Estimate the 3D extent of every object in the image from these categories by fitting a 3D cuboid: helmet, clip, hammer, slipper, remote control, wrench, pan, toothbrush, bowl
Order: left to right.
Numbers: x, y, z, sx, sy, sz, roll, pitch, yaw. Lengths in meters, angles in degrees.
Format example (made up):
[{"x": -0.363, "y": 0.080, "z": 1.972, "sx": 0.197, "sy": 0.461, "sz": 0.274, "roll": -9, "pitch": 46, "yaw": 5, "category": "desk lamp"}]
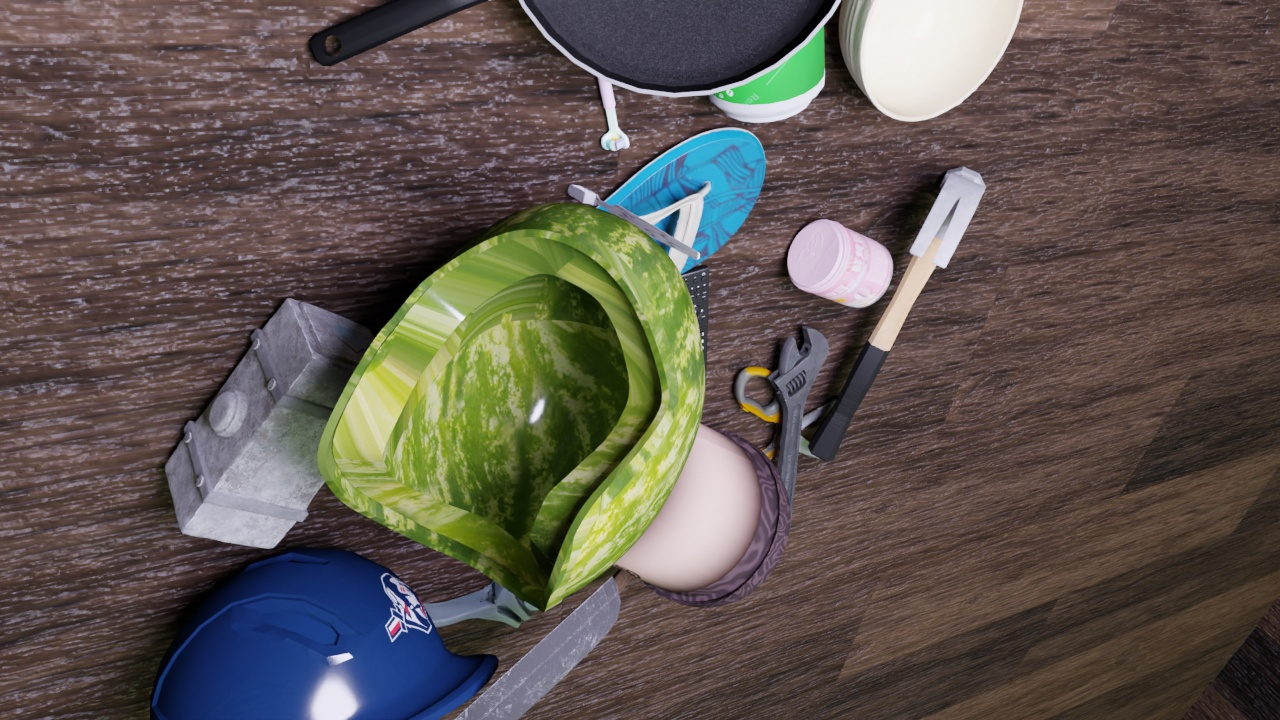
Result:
[{"x": -0.253, "y": 0.262, "z": 0.748, "sx": 0.272, "sy": 0.232, "sz": 0.223, "roll": -6, "pitch": 86, "yaw": 0, "category": "helmet"}, {"x": -0.195, "y": 0.083, "z": 0.756, "sx": 0.177, "sy": 0.079, "sz": 0.326, "roll": -49, "pitch": 139, "yaw": 12, "category": "hammer"}, {"x": -0.175, "y": 0.221, "z": 0.905, "sx": 0.165, "sy": 0.032, "sz": 0.165, "roll": -4, "pitch": 127, "yaw": -27, "category": "clip"}, {"x": -0.066, "y": 0.025, "z": 0.621, "sx": 0.246, "sy": 0.213, "sz": 0.243, "roll": -62, "pitch": 169, "yaw": -16, "category": "helmet"}, {"x": -0.063, "y": 0.256, "z": 0.860, "sx": 0.208, "sy": 0.040, "sz": 0.356, "roll": -46, "pitch": 170, "yaw": 22, "category": "pan"}, {"x": -0.037, "y": -0.254, "z": 0.558, "sx": 0.357, "sy": 0.034, "sz": 0.225, "roll": -20, "pitch": 107, "yaw": 8, "category": "pan"}, {"x": -0.030, "y": -0.217, "z": 0.650, "sx": 0.022, "sy": 0.015, "sz": 0.155, "roll": -1, "pitch": 134, "yaw": 12, "category": "toothbrush"}, {"x": -0.015, "y": -0.082, "z": 0.738, "sx": 0.294, "sy": 0.060, "sz": 0.118, "roll": -29, "pitch": 138, "yaw": -8, "category": "slipper"}, {"x": -0.010, "y": -0.099, "z": 0.641, "sx": 0.010, "sy": 0.181, "sz": 0.010, "roll": 5, "pitch": 109, "yaw": -32, "category": "toothbrush"}, {"x": 0.048, "y": -0.026, "z": 0.855, "sx": 0.030, "sy": 0.009, "sz": 0.140, "roll": -18, "pitch": 132, "yaw": -18, "category": "remote control"}, {"x": 0.159, "y": 0.085, "z": 0.971, "sx": 0.073, "sy": 0.018, "sz": 0.274, "roll": -20, "pitch": 127, "yaw": -29, "category": "wrench"}, {"x": 0.245, "y": -0.031, "z": 0.912, "sx": 0.130, "sy": 0.039, "sz": 0.329, "roll": -47, "pitch": 161, "yaw": -54, "category": "hammer"}, {"x": 0.212, "y": -0.271, "z": 0.711, "sx": 0.150, "sy": 0.075, "sz": 0.151, "roll": -16, "pitch": 131, "yaw": -20, "category": "bowl"}]

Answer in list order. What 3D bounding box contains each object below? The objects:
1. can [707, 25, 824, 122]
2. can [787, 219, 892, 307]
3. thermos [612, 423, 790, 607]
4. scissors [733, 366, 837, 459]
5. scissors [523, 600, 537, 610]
[{"x": 0.084, "y": -0.247, "z": 0.644, "sx": 0.087, "sy": 0.087, "sz": 0.140, "roll": -24, "pitch": 134, "yaw": -13, "category": "can"}, {"x": 0.183, "y": -0.088, "z": 0.846, "sx": 0.076, "sy": 0.067, "sz": 0.067, "roll": 14, "pitch": 116, "yaw": -39, "category": "can"}, {"x": 0.015, "y": 0.120, "z": 0.821, "sx": 0.173, "sy": 0.172, "sz": 0.226, "roll": -46, "pitch": 141, "yaw": 8, "category": "thermos"}, {"x": 0.135, "y": 0.087, "z": 0.994, "sx": 0.230, "sy": 0.016, "sz": 0.225, "roll": -45, "pitch": 137, "yaw": 7, "category": "scissors"}, {"x": -0.083, "y": 0.191, "z": 0.927, "sx": 0.139, "sy": 0.011, "sz": 0.134, "roll": -22, "pitch": 126, "yaw": -35, "category": "scissors"}]
